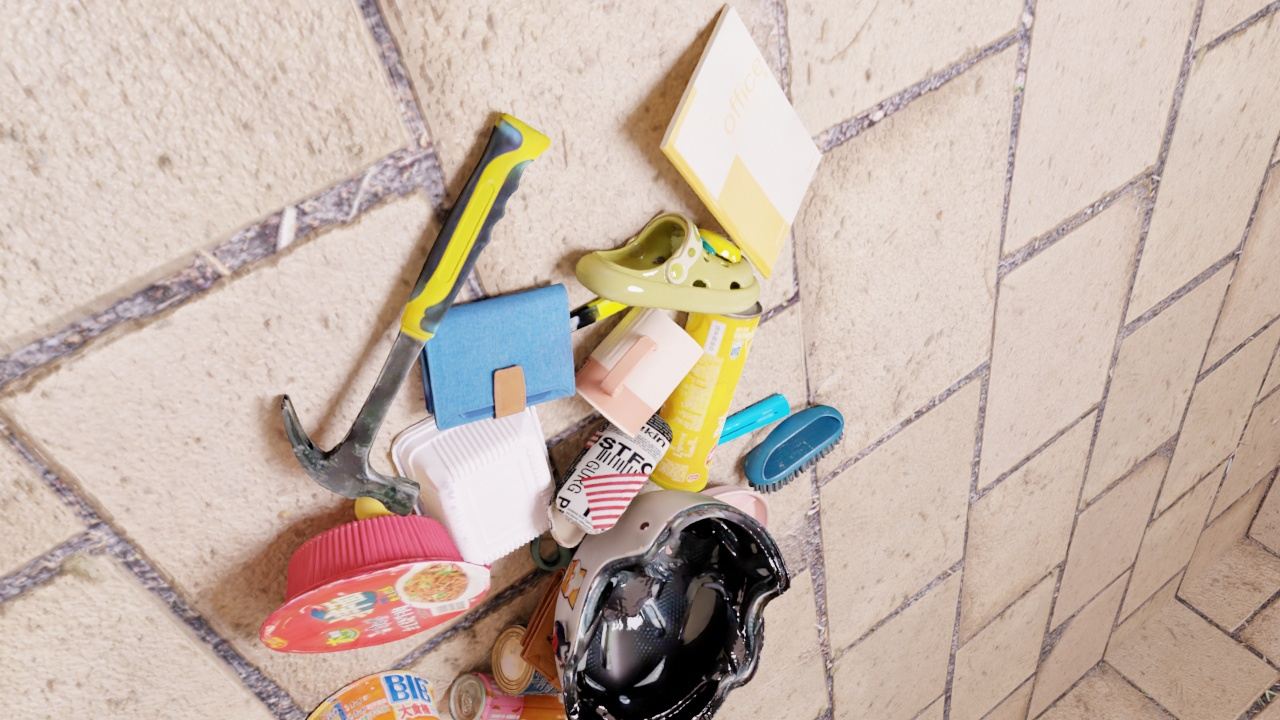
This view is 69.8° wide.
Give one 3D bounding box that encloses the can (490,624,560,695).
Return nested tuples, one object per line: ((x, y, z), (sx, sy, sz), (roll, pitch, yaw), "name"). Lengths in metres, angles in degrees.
((-0.103, 0.336, 1.031), (0.111, 0.075, 0.075), (18, 108, -45), "can")

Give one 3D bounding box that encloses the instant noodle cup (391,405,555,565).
((-0.139, 0.116, 0.851), (0.137, 0.060, 0.174), (-28, 136, -21), "instant noodle cup")

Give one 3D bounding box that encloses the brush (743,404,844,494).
((0.184, 0.099, 1.102), (0.143, 0.055, 0.074), (-32, 137, -15), "brush")

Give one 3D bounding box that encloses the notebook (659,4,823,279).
((0.096, -0.185, 0.811), (0.206, 0.010, 0.145), (42, 67, -48), "notebook")

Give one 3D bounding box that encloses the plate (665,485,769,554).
((0.058, 0.236, 1.107), (0.229, 0.028, 0.230), (-24, 140, -22), "plate")

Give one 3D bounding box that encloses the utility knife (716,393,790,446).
((0.107, 0.078, 1.051), (0.159, 0.018, 0.034), (-23, 133, -23), "utility knife")

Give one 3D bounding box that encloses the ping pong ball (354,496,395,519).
((-0.228, 0.127, 0.799), (0.040, 0.040, 0.040), (-21, 132, -26), "ping pong ball")

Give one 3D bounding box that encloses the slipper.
((0.033, -0.088, 0.816), (0.190, 0.091, 0.082), (-2, 117, -36), "slipper")

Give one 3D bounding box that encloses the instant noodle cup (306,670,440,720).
((-0.260, 0.411, 0.934), (0.151, 0.111, 0.152), (-21, 132, -26), "instant noodle cup")

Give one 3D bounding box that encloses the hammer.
((-0.168, -0.040, 0.707), (0.126, 0.032, 0.323), (26, 98, -20), "hammer")

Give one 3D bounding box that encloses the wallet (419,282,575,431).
((-0.120, -0.003, 0.782), (0.132, 0.040, 0.106), (-14, 117, -26), "wallet")

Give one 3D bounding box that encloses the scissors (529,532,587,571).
((-0.085, 0.217, 0.999), (0.129, 0.019, 0.186), (-4, 121, -37), "scissors")

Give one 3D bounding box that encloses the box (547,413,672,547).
((-0.036, 0.115, 0.896), (0.162, 0.076, 0.088), (-54, 173, -42), "box")

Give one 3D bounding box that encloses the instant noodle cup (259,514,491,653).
((-0.228, 0.189, 0.792), (0.193, 0.065, 0.194), (-15, 151, -9), "instant noodle cup")

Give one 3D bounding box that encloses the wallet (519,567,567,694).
((-0.069, 0.304, 0.992), (0.132, 0.031, 0.107), (50, 53, -31), "wallet")

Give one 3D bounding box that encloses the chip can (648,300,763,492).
((0.061, 0.032, 0.940), (0.072, 0.072, 0.214), (-7, 124, -36), "chip can")

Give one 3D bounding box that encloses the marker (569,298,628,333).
((-0.056, -0.038, 0.836), (0.124, 0.015, 0.018), (-27, 130, -17), "marker")

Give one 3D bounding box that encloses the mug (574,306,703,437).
((-0.005, 0.005, 0.845), (0.106, 0.081, 0.114), (-49, 172, -1), "mug")

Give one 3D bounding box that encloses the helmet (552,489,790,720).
((0.009, 0.247, 0.936), (0.229, 0.157, 0.274), (15, 103, -30), "helmet")

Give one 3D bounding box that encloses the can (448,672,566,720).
((-0.147, 0.391, 1.050), (0.147, 0.058, 0.058), (27, 101, -47), "can")
